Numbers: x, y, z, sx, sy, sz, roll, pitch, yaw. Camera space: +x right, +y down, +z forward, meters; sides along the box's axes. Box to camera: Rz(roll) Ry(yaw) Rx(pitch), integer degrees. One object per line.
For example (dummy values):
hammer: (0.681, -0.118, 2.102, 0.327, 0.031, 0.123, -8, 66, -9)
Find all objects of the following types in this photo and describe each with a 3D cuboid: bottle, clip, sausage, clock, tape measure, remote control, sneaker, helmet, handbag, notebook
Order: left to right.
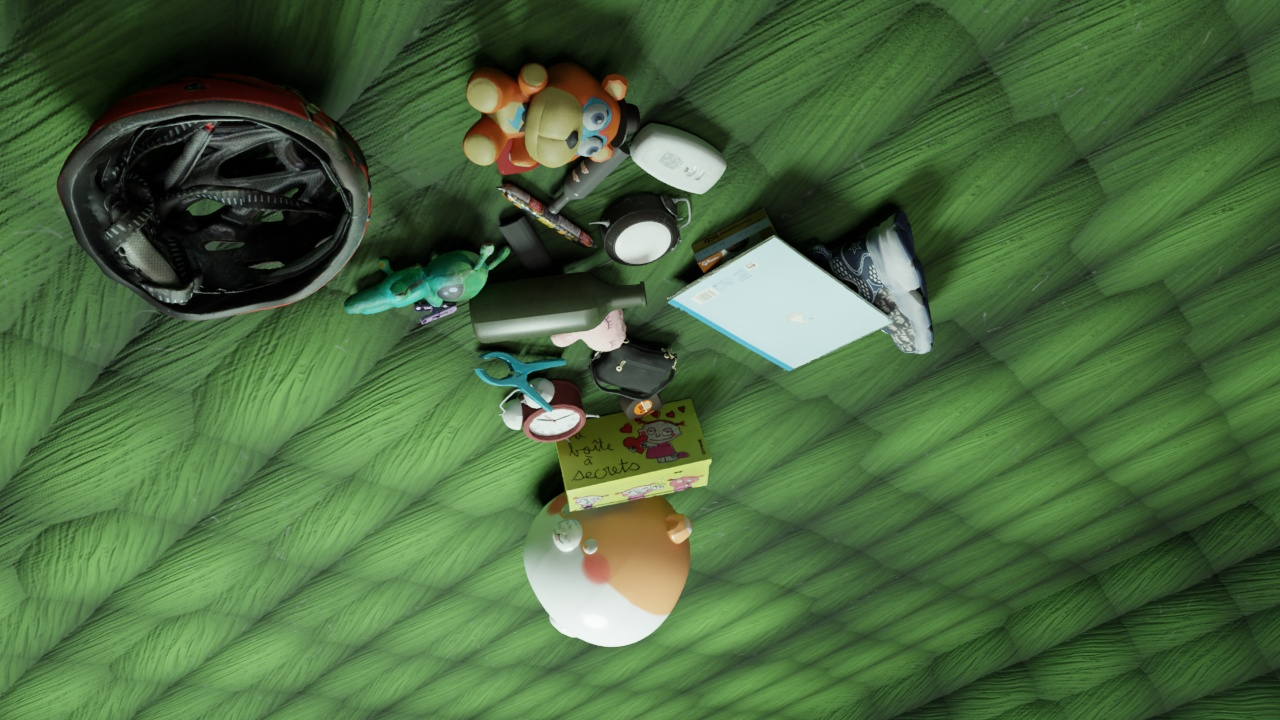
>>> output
helmet: (-0.374, -0.154, 0.834, 0.272, 0.166, 0.218, -15, 132, 7)
clip: (-0.255, -0.063, 1.124, 0.050, 0.045, 0.014, -45, 162, -39)
clip: (-0.165, 0.029, 1.227, 0.120, 0.103, 0.027, 20, 170, -25)
tape measure: (-0.128, -0.224, 0.962, 0.051, 0.019, 0.059, -12, 143, -6)
remote control: (-0.126, -0.121, 1.097, 0.033, 0.015, 0.147, -21, 143, 7)
clock: (-0.135, 0.071, 1.309, 0.137, 0.048, 0.096, 21, 129, -40)
sausage: (-0.105, -0.164, 1.047, 0.020, 0.020, 0.155, -36, 138, 24)
bottle: (-0.097, -0.067, 1.097, 0.207, 0.071, 0.071, -7, 143, 3)
bottle: (-0.061, -0.200, 1.008, 0.113, 0.030, 0.030, -38, 138, 26)
handbag: (-0.007, 0.007, 1.274, 0.128, 0.054, 0.079, 14, 129, -31)
tape measure: (-0.002, 0.056, 1.352, 0.059, 0.038, 0.058, -32, 143, -2)
clock: (0.004, -0.152, 1.082, 0.123, 0.043, 0.091, -14, 143, -3)
remote control: (0.041, -0.224, 1.017, 0.114, 0.028, 0.060, 15, 133, -34)
notebook: (0.185, -0.066, 1.204, 0.253, 0.009, 0.182, 27, 139, -36)
sneaker: (0.323, -0.089, 1.257, 0.133, 0.103, 0.269, -13, 145, 20)

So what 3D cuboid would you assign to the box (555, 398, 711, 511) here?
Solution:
box: (-0.015, 0.143, 1.387, 0.221, 0.124, 0.080, -8, 142, -8)

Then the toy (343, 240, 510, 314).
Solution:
toy: (-0.245, -0.094, 1.050, 0.193, 0.072, 0.130, -16, -178, 5)

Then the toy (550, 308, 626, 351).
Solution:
toy: (-0.072, -0.048, 1.184, 0.105, 0.053, 0.108, -6, 146, 11)

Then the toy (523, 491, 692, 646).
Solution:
toy: (-0.048, 0.311, 1.478, 0.281, 0.262, 0.265, -47, 139, 9)

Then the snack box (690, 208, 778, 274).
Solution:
snack box: (0.150, -0.109, 1.200, 0.101, 0.031, 0.186, -26, 142, 13)

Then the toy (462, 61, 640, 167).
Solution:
toy: (-0.087, -0.243, 0.904, 0.175, 0.096, 0.112, -13, 140, -24)
